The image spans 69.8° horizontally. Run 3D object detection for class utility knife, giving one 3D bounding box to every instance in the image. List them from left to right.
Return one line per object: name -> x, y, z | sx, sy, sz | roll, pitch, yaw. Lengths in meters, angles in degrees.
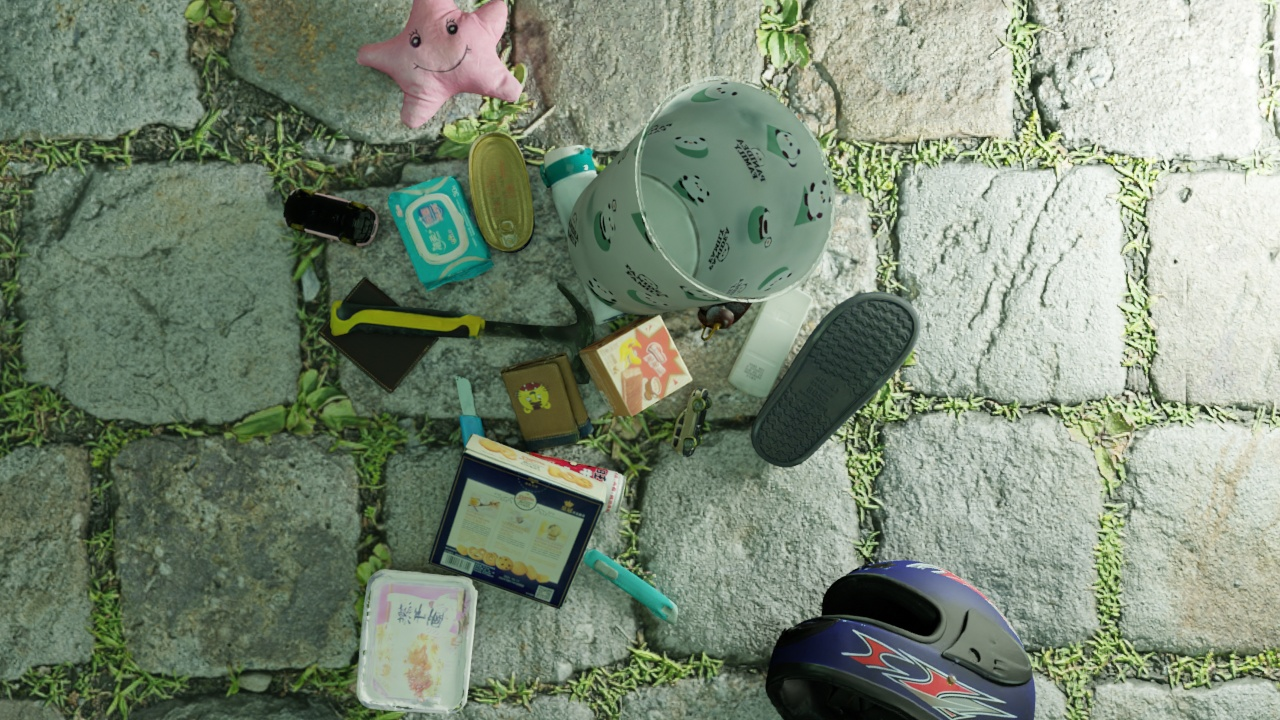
utility knife -> -0.211, 0.114, 1.174 | 0.034, 0.018, 0.194 | -11, 91, -2
utility knife -> -0.040, 0.274, 1.190 | 0.223, 0.013, 0.029 | 35, 90, -4

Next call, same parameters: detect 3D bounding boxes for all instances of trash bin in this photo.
trash bin -> 0.047, -0.157, 1.020 | 0.229, 0.252, 0.229 | 3, 82, -25

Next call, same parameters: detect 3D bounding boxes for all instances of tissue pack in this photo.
tissue pack -> -0.249, -0.159, 1.146 | 0.093, 0.050, 0.133 | -23, 93, -3

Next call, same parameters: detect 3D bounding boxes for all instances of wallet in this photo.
wallet -> -0.333, -0.031, 1.162 | 0.122, 0.020, 0.096 | 41, 93, -4
wallet -> -0.117, 0.053, 1.150 | 0.090, 0.033, 0.115 | -14, 112, 6

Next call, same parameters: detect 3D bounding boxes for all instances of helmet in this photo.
helmet -> 0.315, 0.359, 1.099 | 0.315, 0.248, 0.239 | 36, 50, -9

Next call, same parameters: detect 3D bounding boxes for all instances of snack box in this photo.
snack box -> -0.153, 0.202, 1.133 | 0.178, 0.045, 0.183 | 21, 115, -3
snack box -> -0.007, 0.007, 1.138 | 0.094, 0.077, 0.093 | -30, 98, -18

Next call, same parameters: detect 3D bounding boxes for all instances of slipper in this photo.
slipper -> 0.239, 0.018, 1.172 | 0.110, 0.083, 0.269 | 37, 108, -2

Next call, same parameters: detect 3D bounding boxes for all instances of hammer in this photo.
hammer -> -0.219, -0.045, 1.149 | 0.323, 0.032, 0.126 | 5, 90, -8

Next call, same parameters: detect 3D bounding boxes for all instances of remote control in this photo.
remote control -> 0.167, -0.026, 1.188 | 0.058, 0.021, 0.150 | 25, 90, -4

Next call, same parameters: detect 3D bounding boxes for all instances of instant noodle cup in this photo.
instant noodle cup -> -0.278, 0.348, 1.157 | 0.138, 0.060, 0.173 | 6, 90, -3

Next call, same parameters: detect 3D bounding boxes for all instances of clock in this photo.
clock -> 0.106, -0.079, 1.154 | 0.055, 0.082, 0.122 | 30, 88, -10

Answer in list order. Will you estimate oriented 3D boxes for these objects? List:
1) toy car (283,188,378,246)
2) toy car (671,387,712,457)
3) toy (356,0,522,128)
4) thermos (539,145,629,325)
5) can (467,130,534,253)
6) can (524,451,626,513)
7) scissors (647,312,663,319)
toy car -> -0.385, -0.178, 1.146 | 0.122, 0.037, 0.056 | 16, 88, 9
toy car -> 0.066, 0.078, 1.175 | 0.035, 0.042, 0.090 | 18, 97, 15
toy -> -0.252, -0.384, 1.126 | 0.194, 0.074, 0.178 | -14, 92, -2
thermos -> -0.063, -0.159, 1.150 | 0.073, 0.073, 0.224 | -19, 92, -3
can -> -0.173, -0.209, 1.149 | 0.074, 0.049, 0.148 | -11, 93, -3
can -> -0.088, 0.155, 1.164 | 0.132, 0.053, 0.053 | 13, 91, -4
scissors -> 0.046, -0.151, 1.177 | 0.143, 0.022, 0.235 | -14, 92, -3
